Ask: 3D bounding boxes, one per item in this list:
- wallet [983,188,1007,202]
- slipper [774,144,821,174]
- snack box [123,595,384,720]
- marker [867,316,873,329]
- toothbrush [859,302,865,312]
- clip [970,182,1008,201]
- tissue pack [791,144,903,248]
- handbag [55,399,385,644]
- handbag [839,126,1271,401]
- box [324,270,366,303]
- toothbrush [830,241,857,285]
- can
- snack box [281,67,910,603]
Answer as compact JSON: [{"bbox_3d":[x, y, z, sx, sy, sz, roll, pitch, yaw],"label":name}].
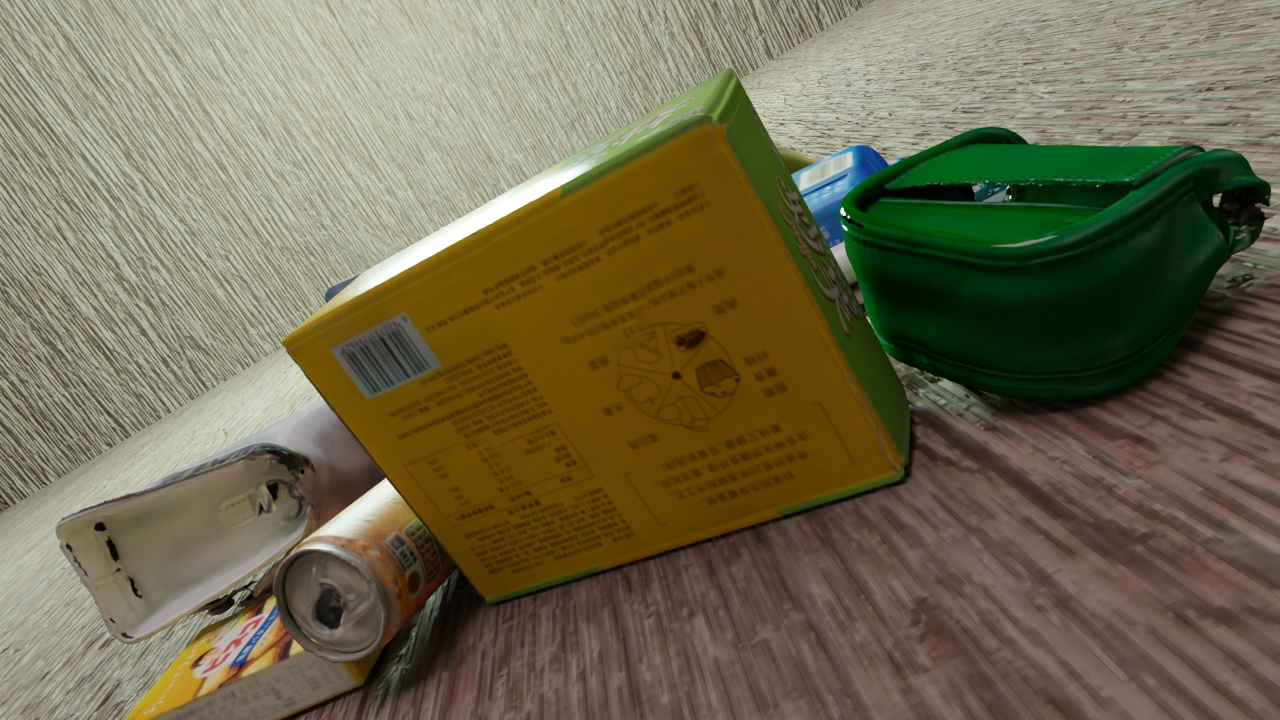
[{"bbox_3d":[0.165,-0.042,0.424,0.097,0.019,0.120,-29,26,7],"label":"wallet"},{"bbox_3d":[0.104,-0.134,0.730,0.091,0.081,0.191,-38,20,-32],"label":"slipper"},{"bbox_3d":[-0.189,0.151,0.472,0.141,0.034,0.086,-28,15,15],"label":"snack box"},{"bbox_3d":[0.102,-0.005,0.458,0.124,0.015,0.018,-34,21,-21],"label":"marker"},{"bbox_3d":[0.099,-0.014,0.487,0.189,0.016,0.014,-40,13,-27],"label":"toothbrush"},{"bbox_3d":[0.217,-0.108,0.566,0.055,0.013,0.039,-35,17,-9],"label":"clip"},{"bbox_3d":[0.105,-0.087,0.618,0.157,0.052,0.094,-22,25,26],"label":"tissue pack"},{"bbox_3d":[-0.239,0.088,0.593,0.145,0.098,0.197,-30,5,4],"label":"handbag"},{"bbox_3d":[0.155,-0.047,0.362,0.120,0.068,0.131,-31,26,-16],"label":"handbag"},{"bbox_3d":[-0.187,-0.014,0.771,0.089,0.059,0.184,-23,-22,-6],"label":"box"},{"bbox_3d":[0.043,-0.018,0.578,0.221,0.026,0.026,-27,-24,15],"label":"toothbrush"},{"bbox_3d":[-0.113,0.084,0.452,0.058,0.058,0.145,-24,8,21],"label":"can"},{"bbox_3d":[-0.018,0.003,0.383,0.210,0.158,0.069,-23,22,26],"label":"snack box"}]
